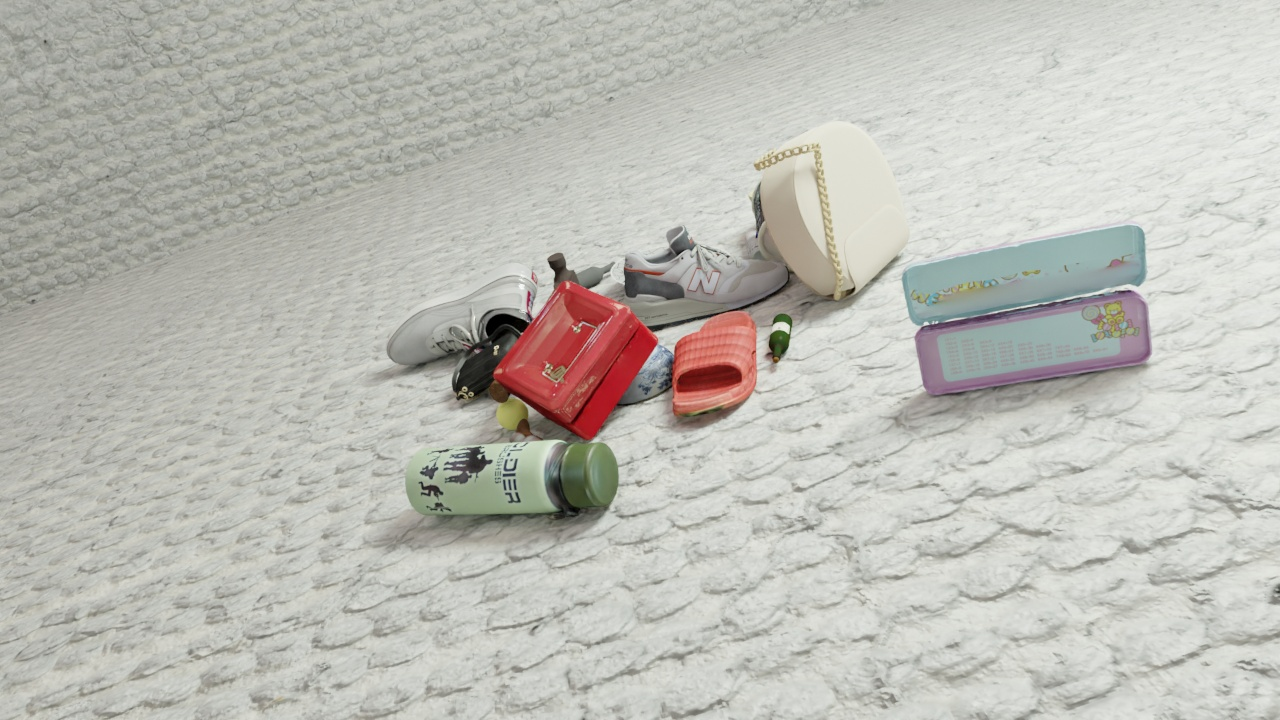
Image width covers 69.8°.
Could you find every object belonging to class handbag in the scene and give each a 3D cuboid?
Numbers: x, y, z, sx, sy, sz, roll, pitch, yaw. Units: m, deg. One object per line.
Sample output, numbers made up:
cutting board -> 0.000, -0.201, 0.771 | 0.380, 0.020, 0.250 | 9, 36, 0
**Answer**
handbag -> -0.210, 0.009, 1.265 | 0.129, 0.054, 0.079 | -31, 25, 22
handbag -> 0.260, -0.203, 1.199 | 0.210, 0.208, 0.104 | -39, 14, -36

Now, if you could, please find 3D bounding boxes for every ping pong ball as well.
ping pong ball -> -0.160, 0.067, 1.148 | 0.040, 0.040, 0.040 | -16, 25, 7

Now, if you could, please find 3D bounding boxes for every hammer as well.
hammer -> -0.138, -0.038, 1.255 | 0.033, 0.115, 0.322 | -10, 27, 19

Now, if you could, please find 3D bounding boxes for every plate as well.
plate -> 0.049, -0.140, 1.420 | 0.188, 0.016, 0.188 | -6, 26, 3

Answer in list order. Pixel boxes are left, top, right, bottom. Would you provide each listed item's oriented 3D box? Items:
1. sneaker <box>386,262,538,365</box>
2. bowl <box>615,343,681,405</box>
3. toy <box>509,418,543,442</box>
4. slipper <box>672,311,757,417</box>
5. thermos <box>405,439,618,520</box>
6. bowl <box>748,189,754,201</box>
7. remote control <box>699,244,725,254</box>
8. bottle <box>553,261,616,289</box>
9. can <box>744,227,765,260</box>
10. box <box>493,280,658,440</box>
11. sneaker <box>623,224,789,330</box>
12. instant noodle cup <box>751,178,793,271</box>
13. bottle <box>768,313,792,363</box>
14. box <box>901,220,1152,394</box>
sneaker -> -0.267, -0.042, 1.402 | 0.263, 0.097, 0.128 | -25, 46, 8
bowl -> -0.007, 0.007, 1.156 | 0.114, 0.045, 0.114 | -16, 25, 7
toy -> -0.122, 0.104, 1.049 | 0.054, 0.042, 0.102 | -10, 23, -40
slipper -> 0.091, -0.013, 1.113 | 0.104, 0.059, 0.248 | -10, 25, 20
thermos -> -0.135, 0.128, 0.972 | 0.232, 0.082, 0.082 | -6, 28, 26
bowl -> 0.251, -0.245, 1.440 | 0.151, 0.075, 0.150 | -16, 18, 5
remote control -> 0.108, -0.156, 1.398 | 0.034, 0.013, 0.150 | -21, 29, -26
bottle -> -0.088, -0.136, 1.520 | 0.112, 0.030, 0.030 | -28, 26, -18
can -> 0.180, -0.174, 1.405 | 0.032, 0.032, 0.095 | -15, 25, 8
box -> -0.071, 0.004, 1.102 | 0.134, 0.110, 0.157 | 26, 75, 43
sneaker -> 0.080, -0.129, 1.276 | 0.240, 0.124, 0.088 | -17, 25, 4
instant noodle cup -> 0.224, -0.199, 1.324 | 0.137, 0.137, 0.112 | -9, 36, 21
bottle -> 0.170, -0.025, 1.120 | 0.025, 0.025, 0.105 | -10, 26, 19
box -> 0.369, -0.048, 0.880 | 0.214, 0.151, 0.034 | -10, 28, 18
